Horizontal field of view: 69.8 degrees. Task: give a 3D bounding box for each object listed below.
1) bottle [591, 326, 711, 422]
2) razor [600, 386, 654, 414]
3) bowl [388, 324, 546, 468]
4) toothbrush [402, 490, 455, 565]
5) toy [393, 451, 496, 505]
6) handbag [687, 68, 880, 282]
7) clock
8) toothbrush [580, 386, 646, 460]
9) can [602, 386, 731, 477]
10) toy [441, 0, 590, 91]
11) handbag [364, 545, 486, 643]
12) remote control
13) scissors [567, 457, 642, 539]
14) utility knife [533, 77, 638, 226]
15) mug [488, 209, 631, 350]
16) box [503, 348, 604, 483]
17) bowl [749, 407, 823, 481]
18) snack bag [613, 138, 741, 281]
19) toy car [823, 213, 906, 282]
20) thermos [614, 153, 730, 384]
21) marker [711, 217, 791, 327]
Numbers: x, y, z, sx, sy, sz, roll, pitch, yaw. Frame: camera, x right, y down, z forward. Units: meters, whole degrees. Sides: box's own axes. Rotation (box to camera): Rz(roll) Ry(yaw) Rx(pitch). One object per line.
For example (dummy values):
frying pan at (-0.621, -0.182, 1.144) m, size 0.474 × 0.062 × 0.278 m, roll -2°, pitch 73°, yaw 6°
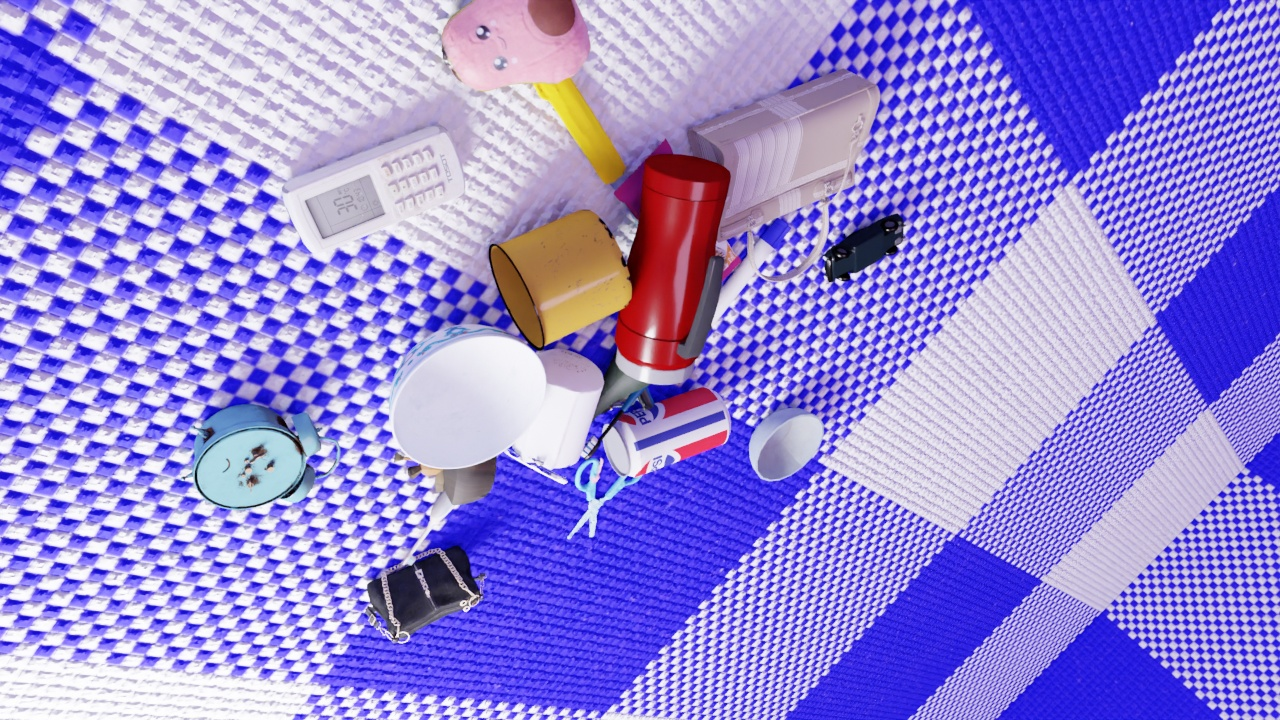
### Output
bottle at (-0.006, 0.006, 0.953) m, size 0.174 × 0.055 × 0.055 m, roll -44°, pitch 137°, yaw 5°
razor at (-0.057, 0.058, 0.985) m, size 0.144 × 0.022 × 0.043 m, roll -23°, pitch 92°, yaw -13°
bowl at (-0.166, 0.019, 0.833) m, size 0.143 × 0.074 × 0.144 m, roll -19°, pitch 133°, yaw -22°
toothbrush at (-0.196, 0.143, 0.951) m, size 0.024 × 0.022 × 0.186 m, roll 32°, pitch 101°, yaw -27°
toy at (-0.190, 0.102, 0.897) m, size 0.100 × 0.076 × 0.063 m, roll 9°, pitch 159°, yaw -21°
handbag at (0.145, -0.163, 0.914) m, size 0.175 × 0.062 × 0.198 m, roll -25°, pitch 134°, yaw -17°
clock at (-0.322, 0.081, 0.789) m, size 0.124 × 0.053 × 0.090 m, roll 3°, pitch 122°, yaw -37°
toothbrush at (-0.009, 0.038, 0.976) m, size 0.014 × 0.014 × 0.167 m, roll 42°, pitch 76°, yaw -14°
can at (0.030, 0.080, 1.025) m, size 0.132 × 0.070 × 0.070 m, roll -18°, pitch 132°, yaw -23°
toy at (-0.095, -0.242, 0.687) m, size 0.110 × 0.051 × 0.090 m, roll -30°, pitch 122°, yaw -3°
handbag at (-0.226, 0.250, 0.974) m, size 0.128 × 0.079 × 0.054 m, roll -22°, pitch 134°, yaw -19°
remote control at (-0.206, -0.135, 0.717) m, size 0.138 × 0.025 × 0.060 m, roll -26°, pitch 135°, yaw -16°
scissors at (-0.040, 0.159, 1.087) m, size 0.111 × 0.015 × 0.141 m, roll -15°, pitch 137°, yaw -24°
utility knife at (-0.037, -0.182, 0.805) m, size 0.030 × 0.019 × 0.224 m, roll -37°, pitch 135°, yaw 2°
mug at (-0.072, -0.071, 0.821) m, size 0.094 × 0.100 × 0.124 m, roll -27°, pitch 176°, yaw -18°
box at (-0.090, 0.065, 0.912) m, size 0.080 × 0.089 × 0.143 m, roll 16°, pitch 115°, yaw -2°
bowl at (0.180, 0.101, 1.171) m, size 0.106 × 0.039 × 0.106 m, roll -19°, pitch 133°, yaw -22°
snack bag at (0.042, -0.127, 0.897) m, size 0.070 × 0.016 × 0.196 m, roll -45°, pitch 140°, yaw -3°
toy car at (0.253, -0.129, 1.041) m, size 0.112 × 0.034 × 0.046 m, roll -29°, pitch 136°, yaw -14°
thermos at (0.034, -0.075, 0.833) m, size 0.083 × 0.108 × 0.199 m, roll -11°, pitch 124°, yaw -33°
marker at (0.109, -0.090, 0.980) m, size 0.020 × 0.020 × 0.142 m, roll 26°, pitch 106°, yaw -45°
